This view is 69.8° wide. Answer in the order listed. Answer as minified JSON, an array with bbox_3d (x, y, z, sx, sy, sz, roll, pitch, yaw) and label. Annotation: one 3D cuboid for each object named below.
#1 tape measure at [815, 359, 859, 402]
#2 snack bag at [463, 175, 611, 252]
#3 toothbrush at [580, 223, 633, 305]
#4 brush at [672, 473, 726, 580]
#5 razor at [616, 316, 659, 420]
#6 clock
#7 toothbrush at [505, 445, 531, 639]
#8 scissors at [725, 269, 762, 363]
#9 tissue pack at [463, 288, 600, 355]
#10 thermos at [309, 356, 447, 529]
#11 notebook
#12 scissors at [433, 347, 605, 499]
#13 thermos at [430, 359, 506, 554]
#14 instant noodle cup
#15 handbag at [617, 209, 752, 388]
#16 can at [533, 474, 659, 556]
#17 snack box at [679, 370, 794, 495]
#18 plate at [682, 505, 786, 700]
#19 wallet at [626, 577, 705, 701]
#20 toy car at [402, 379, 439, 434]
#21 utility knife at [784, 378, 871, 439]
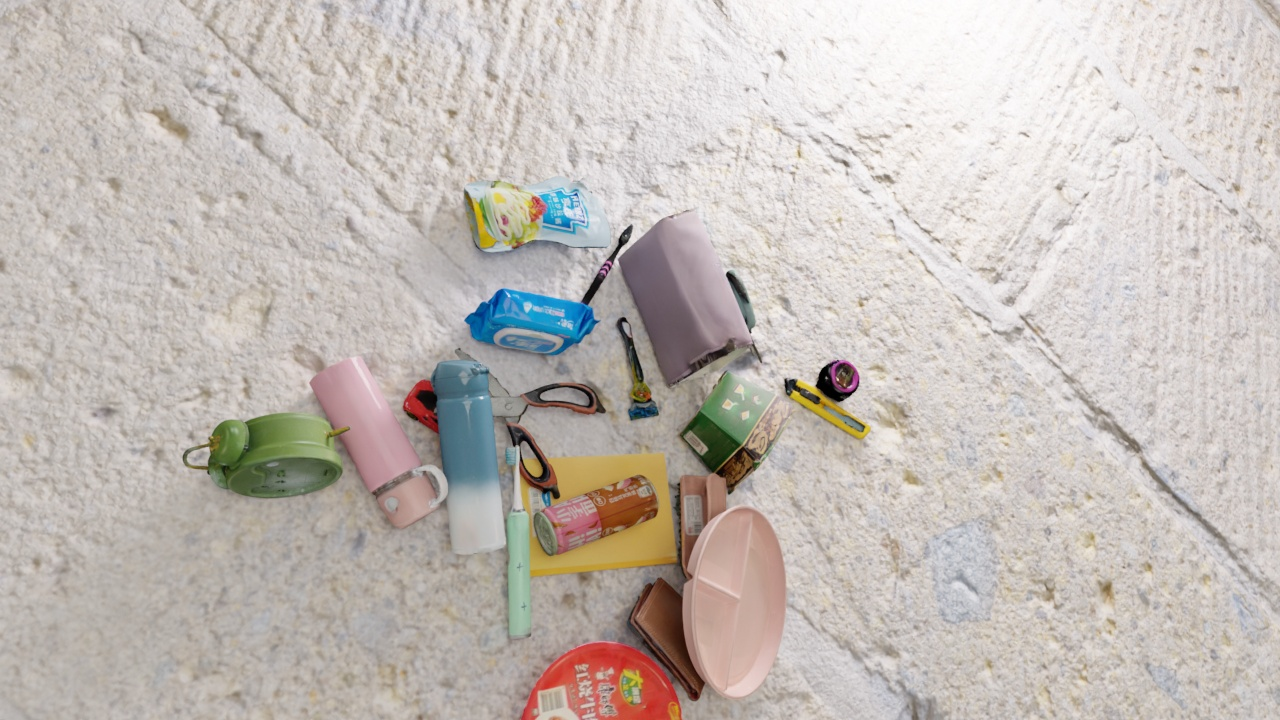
[{"bbox_3d":[0.290,0.028,1.335,0.057,0.039,0.057,36,62,-8],"label":"tape measure"},{"bbox_3d":[-0.135,-0.196,1.231,0.190,0.039,0.110,-8,65,-26],"label":"snack bag"},{"bbox_3d":[-0.053,-0.116,1.249,0.014,0.018,0.188,30,65,-2],"label":"toothbrush"},{"bbox_3d":[0.081,0.218,1.162,0.063,0.073,0.145,8,72,-22],"label":"brush"},{"bbox_3d":[-0.007,0.007,1.224,0.042,0.022,0.142,-6,75,-27],"label":"razor"},{"bbox_3d":[-0.396,0.101,0.973,0.161,0.116,0.056,-1,62,-27],"label":"clock"},{"bbox_3d":[-0.143,0.212,1.076,0.027,0.026,0.224,-1,81,-9],"label":"toothbrush"},{"bbox_3d":[0.134,-0.073,1.248,0.019,0.179,0.173,-25,87,-4],"label":"scissors"},{"bbox_3d":[-0.134,-0.044,1.147,0.157,0.095,0.052,10,70,-22],"label":"tissue pack"},{"bbox_3d":[-0.291,0.090,1.039,0.198,0.087,0.067,58,23,5],"label":"thermos"},{"bbox_3d":[-0.055,0.189,1.148,0.206,0.010,0.145,0,73,-24],"label":"notebook"},{"bbox_3d":[-0.143,0.063,1.129,0.188,0.015,0.222,-39,96,-31],"label":"scissors"},{"bbox_3d":[-0.197,0.108,1.051,0.070,0.070,0.220,-7,92,-25],"label":"thermos"},{"bbox_3d":[-0.051,0.419,1.041,0.193,0.066,0.193,8,70,-22],"label":"instant noodle cup"},{"bbox_3d":[0.063,-0.082,1.215,0.098,0.145,0.197,-19,82,-25],"label":"handbag"},{"bbox_3d":[-0.052,0.186,1.110,0.147,0.058,0.058,-17,80,-27],"label":"can"},{"bbox_3d":[0.121,0.089,1.207,0.105,0.118,0.117,36,55,4],"label":"snack box"},{"bbox_3d":[0.116,0.292,1.118,0.229,0.028,0.229,10,77,-53],"label":"plate"},{"bbox_3d":[0.041,0.332,1.101,0.124,0.032,0.101,48,25,-1],"label":"wallet"},{"bbox_3d":[-0.232,0.067,1.103,0.106,0.031,0.049,37,63,-10],"label":"toy car"},{"bbox_3d":[0.271,0.068,1.327,0.154,0.015,0.033,31,66,-11],"label":"utility knife"}]
